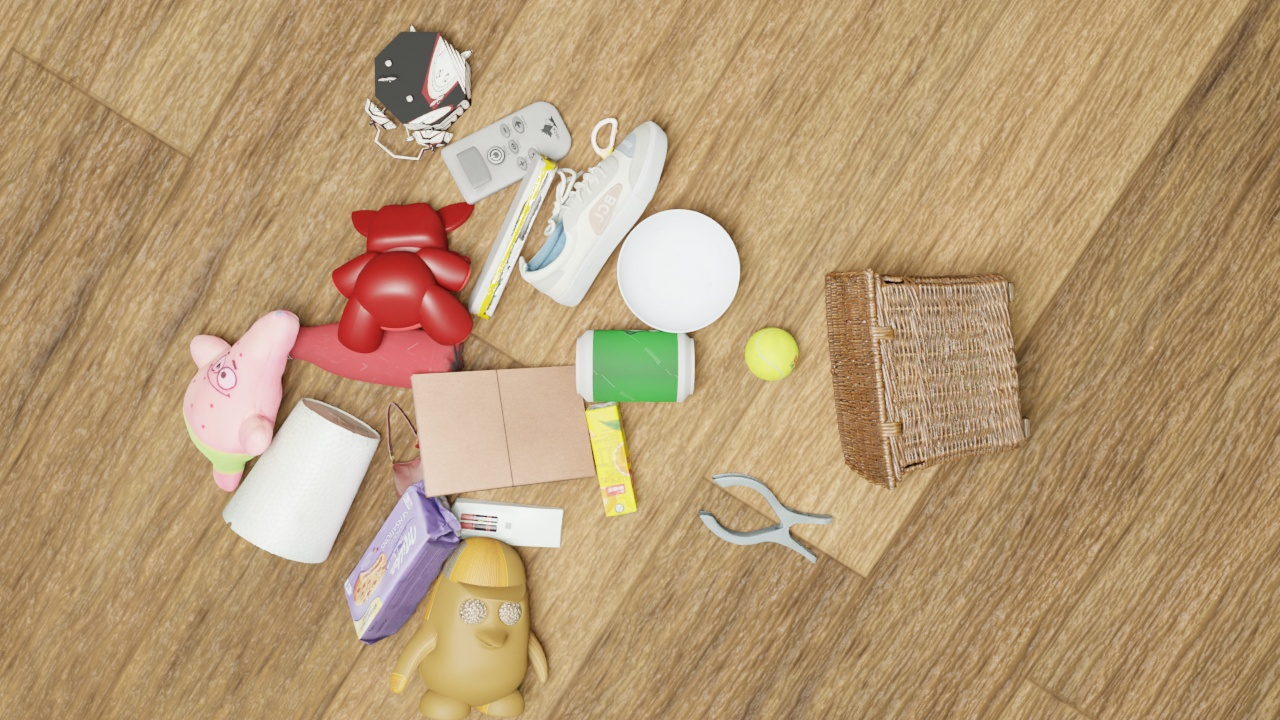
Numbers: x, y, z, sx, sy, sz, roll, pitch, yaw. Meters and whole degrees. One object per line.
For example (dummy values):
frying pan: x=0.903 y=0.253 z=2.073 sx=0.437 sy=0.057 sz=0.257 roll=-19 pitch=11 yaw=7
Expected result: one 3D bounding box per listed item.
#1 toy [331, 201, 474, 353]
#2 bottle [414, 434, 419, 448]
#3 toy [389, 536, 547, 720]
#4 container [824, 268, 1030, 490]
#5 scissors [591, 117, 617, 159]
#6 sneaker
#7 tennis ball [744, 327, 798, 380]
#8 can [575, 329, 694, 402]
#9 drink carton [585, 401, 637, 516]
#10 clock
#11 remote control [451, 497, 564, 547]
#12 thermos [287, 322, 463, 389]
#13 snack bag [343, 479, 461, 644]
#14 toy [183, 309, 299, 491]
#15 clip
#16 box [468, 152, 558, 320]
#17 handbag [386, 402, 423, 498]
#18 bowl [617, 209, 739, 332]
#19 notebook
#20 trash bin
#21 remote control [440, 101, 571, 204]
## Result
toy: x=-0.275 y=-0.108 z=1.082 sx=0.158 sy=0.121 sz=0.196 roll=-6 pitch=51 yaw=2
bottle: x=-0.213 y=0.096 z=1.116 sx=0.111 sy=0.099 sz=0.099 roll=18 pitch=94 yaw=-8
toy: x=-0.193 y=0.317 z=1.110 sx=0.198 sy=0.163 sz=0.203 roll=8 pitch=87 yaw=-29
container: x=0.337 y=0.009 z=1.086 sx=0.183 sy=0.162 sz=0.250 roll=-7 pitch=95 yaw=-5
scissors: x=-0.046 y=-0.238 z=1.129 sx=0.097 sy=0.012 sz=0.133 roll=40 pitch=95 yaw=-7
sneaker: x=-0.060 y=-0.183 z=1.081 sx=0.090 sy=0.089 sz=0.242 roll=26 pitch=103 yaw=-30
tennis ball: x=0.161 y=-0.008 z=1.125 sx=0.065 sy=0.065 sz=0.065 roll=0 pitch=95 yaw=-1
can: x=-0.007 y=0.007 z=1.114 sx=0.140 sy=0.088 sz=0.088 roll=0 pitch=95 yaw=-1
drink carton: x=-0.036 y=0.121 z=1.138 sx=0.043 sy=0.058 sz=0.134 roll=-11 pitch=95 yaw=2
clock: x=-0.268 y=-0.315 z=1.095 sx=0.114 sy=0.065 sz=0.155 roll=23 pitch=93 yaw=-2
remote control: x=-0.171 y=0.207 z=1.161 sx=0.143 sy=0.024 sz=0.049 roll=6 pitch=95 yaw=-1
thermos: x=-0.340 y=-0.011 z=1.117 sx=0.240 sy=0.073 sz=0.073 roll=8 pitch=95 yaw=4
snack bag: x=-0.285 y=0.244 z=1.114 sx=0.058 sy=0.096 sz=0.206 roll=22 pitch=113 yaw=-40
toy: x=-0.469 y=0.036 z=1.080 sx=0.192 sy=0.096 sz=0.237 roll=47 pitch=113 yaw=28
clip: x=0.149 y=0.221 z=1.165 sx=0.167 sy=0.028 sz=0.127 roll=24 pitch=96 yaw=-2
box: x=-0.153 y=-0.148 z=1.101 sx=0.033 sy=0.064 sz=0.210 roll=22 pitch=102 yaw=-16
handbag: x=-0.295 y=0.110 z=1.154 sx=0.055 sy=0.029 sz=0.119 roll=-17 pitch=90 yaw=-1
bowl: x=0.044 y=-0.107 z=1.111 sx=0.144 sy=0.074 sz=0.144 roll=0 pitch=95 yaw=-1
notebook: x=-0.160 y=0.080 z=1.088 sx=0.208 sy=0.008 sz=0.141 roll=-3 pitch=76 yaw=-29
trash bin: x=-0.400 y=0.140 z=1.106 sx=0.133 sy=0.133 sz=0.161 roll=29 pitch=89 yaw=-3
remote control: x=-0.160 y=-0.256 z=1.118 sx=0.151 sy=0.019 sz=0.074 roll=-28 pitch=94 yaw=-3
